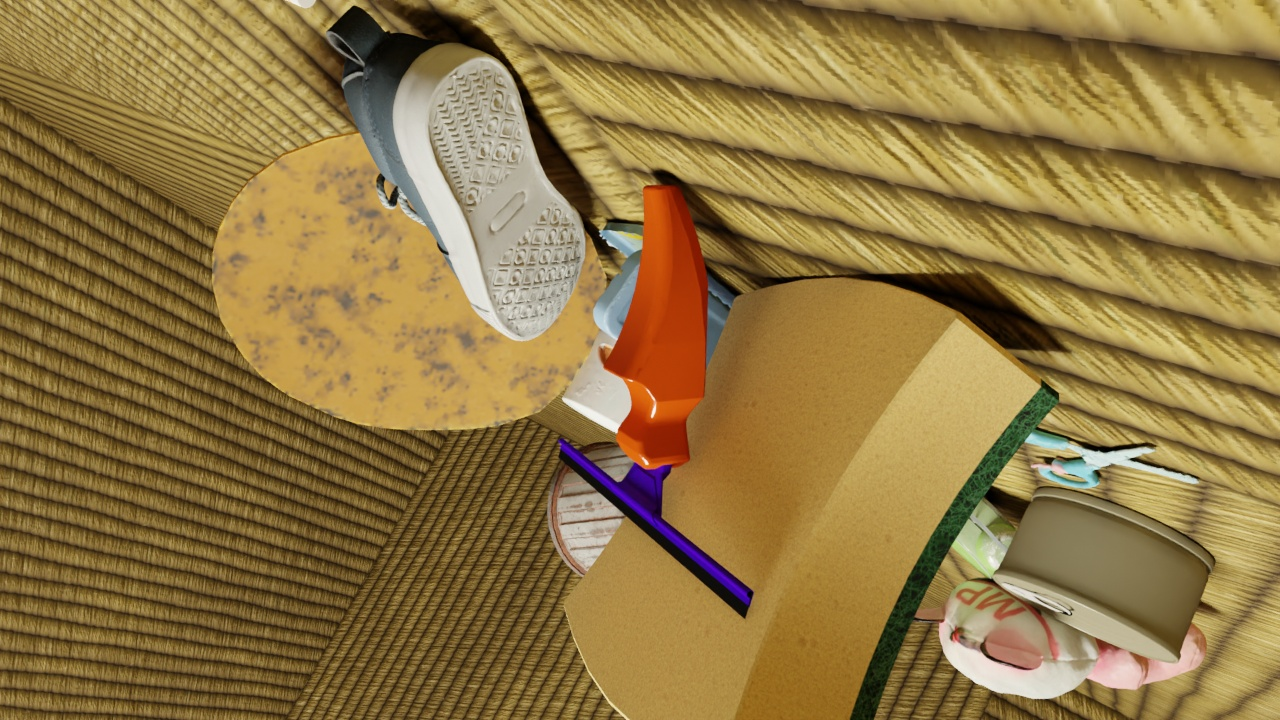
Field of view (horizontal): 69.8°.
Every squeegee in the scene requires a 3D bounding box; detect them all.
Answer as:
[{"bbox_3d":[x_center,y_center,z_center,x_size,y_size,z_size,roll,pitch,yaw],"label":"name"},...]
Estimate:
[{"bbox_3d":[0.010,-0.002,0.501,0.055,0.185,0.250,-4,-167,-24],"label":"squeegee"}]

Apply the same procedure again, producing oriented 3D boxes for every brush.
[{"bbox_3d":[0.074,0.082,0.486,0.075,0.250,0.195,33,173,-24],"label":"brush"}]

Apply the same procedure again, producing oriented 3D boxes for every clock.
[{"bbox_3d":[0.278,0.140,0.767,0.094,0.042,0.119,45,180,26],"label":"clock"}]

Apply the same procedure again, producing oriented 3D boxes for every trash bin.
[{"bbox_3d":[0.021,0.125,0.792,0.130,0.130,0.212,33,150,-28],"label":"trash bin"}]

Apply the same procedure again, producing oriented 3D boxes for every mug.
[{"bbox_3d":[-0.004,0.004,0.746,0.082,0.105,0.082,28,170,5],"label":"mug"}]

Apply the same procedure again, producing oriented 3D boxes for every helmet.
[{"bbox_3d":[-0.164,-0.069,0.649,0.255,0.205,0.131,19,-162,-31],"label":"helmet"}]

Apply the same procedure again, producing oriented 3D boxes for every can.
[{"bbox_3d":[0.331,0.153,0.661,0.128,0.073,0.128,28,171,5],"label":"can"}]

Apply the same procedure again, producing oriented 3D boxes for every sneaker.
[{"bbox_3d":[-0.100,-0.094,0.526,0.087,0.089,0.236,27,158,24],"label":"sneaker"}]

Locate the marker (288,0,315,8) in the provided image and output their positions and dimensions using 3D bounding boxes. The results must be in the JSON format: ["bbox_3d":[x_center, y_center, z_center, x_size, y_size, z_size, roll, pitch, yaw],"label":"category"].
[{"bbox_3d":[-0.235,-0.221,0.489,0.145,0.017,0.017,26,170,13],"label":"marker"}]

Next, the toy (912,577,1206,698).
[{"bbox_3d":[0.344,0.229,0.766,0.213,0.084,0.142,4,-167,-20],"label":"toy"}]

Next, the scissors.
[{"bbox_3d":[0.254,0.051,0.551,0.120,0.015,0.139,27,164,4],"label":"scissors"}]

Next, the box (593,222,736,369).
[{"bbox_3d":[0.045,-0.017,0.643,0.210,0.072,0.079,34,-177,-37],"label":"box"}]
